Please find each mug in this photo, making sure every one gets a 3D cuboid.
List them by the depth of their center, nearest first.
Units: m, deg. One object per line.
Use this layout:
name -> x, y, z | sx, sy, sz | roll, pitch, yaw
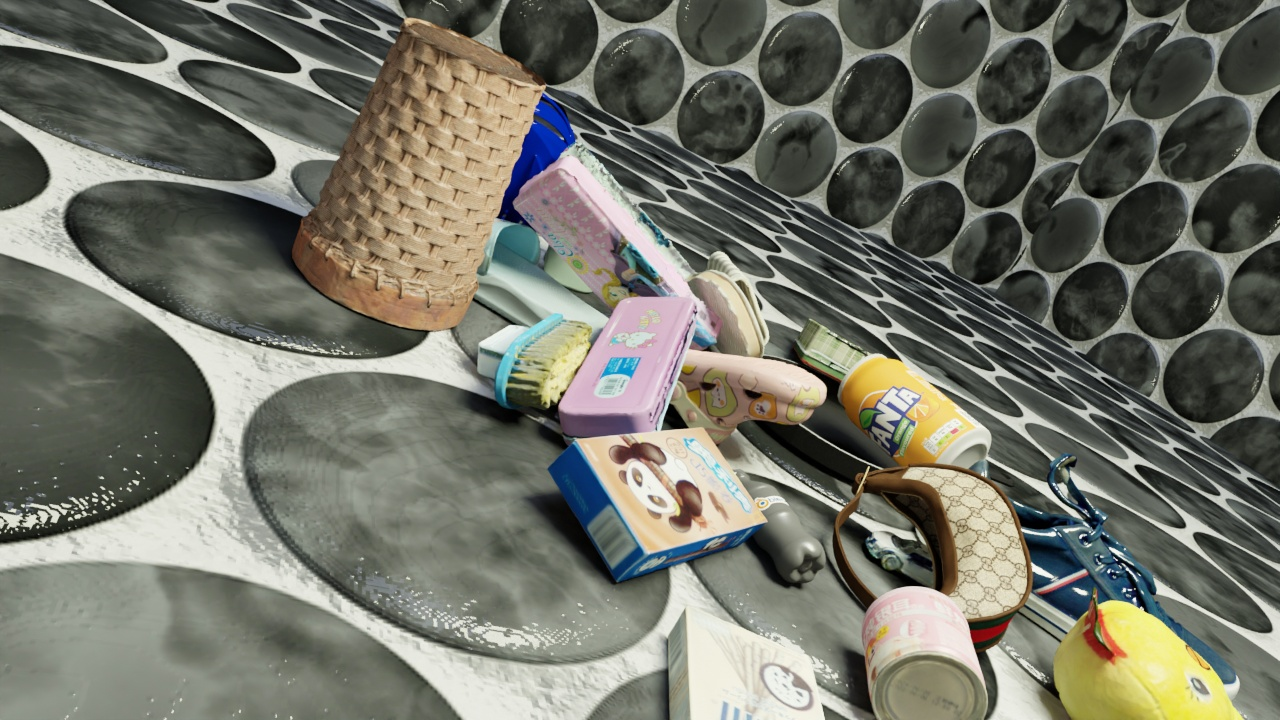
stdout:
mug -> -0.051, -0.135, 1.034 | 0.084, 0.104, 0.111 | 36, 21, 23

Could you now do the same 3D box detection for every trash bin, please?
trash bin -> -0.174, -0.150, 0.741 | 0.151, 0.210, 0.151 | 24, 20, -10

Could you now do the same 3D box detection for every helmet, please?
helmet -> -0.135, -0.237, 0.975 | 0.147, 0.242, 0.227 | 20, 64, -17

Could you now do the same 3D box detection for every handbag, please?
handbag -> 0.220, 0.142, 0.713 | 0.138, 0.063, 0.166 | 7, 42, 0

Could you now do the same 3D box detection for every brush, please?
brush -> -0.090, 0.002, 0.709 | 0.075, 0.055, 0.135 | 8, 16, 11

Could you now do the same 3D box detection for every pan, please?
pan -> 0.262, 0.088, 0.994 | 0.356, 0.034, 0.225 | 21, 20, -18

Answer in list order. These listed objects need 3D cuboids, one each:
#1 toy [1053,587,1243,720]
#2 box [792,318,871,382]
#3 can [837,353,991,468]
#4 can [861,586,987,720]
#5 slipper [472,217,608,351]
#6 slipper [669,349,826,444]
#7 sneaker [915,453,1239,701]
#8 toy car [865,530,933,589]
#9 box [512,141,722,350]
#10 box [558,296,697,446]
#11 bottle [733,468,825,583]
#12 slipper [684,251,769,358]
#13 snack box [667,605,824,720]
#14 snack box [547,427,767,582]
toy -> 0.377, 0.252, 0.656 | 0.207, 0.092, 0.133 | 38, 25, 0
box -> 0.253, -0.001, 1.142 | 0.117, 0.050, 0.205 | 31, 9, 1
can -> 0.266, 0.060, 0.901 | 0.079, 0.079, 0.142 | 10, 27, -42
can -> 0.173, 0.186, 0.565 | 0.067, 0.067, 0.076 | 28, 20, 0
slipper -> -0.122, -0.092, 0.874 | 0.245, 0.074, 0.103 | 34, 19, 12
slipper -> 0.068, 0.033, 0.816 | 0.198, 0.081, 0.093 | 11, 6, 33
sneaker -> 0.404, 0.182, 0.811 | 0.294, 0.127, 0.120 | 34, 21, 10
toy car -> 0.229, 0.166, 0.757 | 0.090, 0.027, 0.038 | 29, 21, 4
box -> -0.014, -0.105, 0.891 | 0.230, 0.085, 0.076 | 46, 47, -22
box -> -0.004, 0.005, 0.748 | 0.076, 0.036, 0.213 | 0, 27, 14
bottle -> 0.096, 0.119, 0.682 | 0.036, 0.036, 0.110 | 15, 23, -33
slipper -> 0.089, -0.060, 0.999 | 0.272, 0.054, 0.114 | -138, -153, -78
snack box -> 0.056, 0.189, 0.458 | 0.082, 0.026, 0.149 | 25, 19, -8
snack box -> 0.016, 0.091, 0.616 | 0.151, 0.034, 0.087 | 1, 49, -54
